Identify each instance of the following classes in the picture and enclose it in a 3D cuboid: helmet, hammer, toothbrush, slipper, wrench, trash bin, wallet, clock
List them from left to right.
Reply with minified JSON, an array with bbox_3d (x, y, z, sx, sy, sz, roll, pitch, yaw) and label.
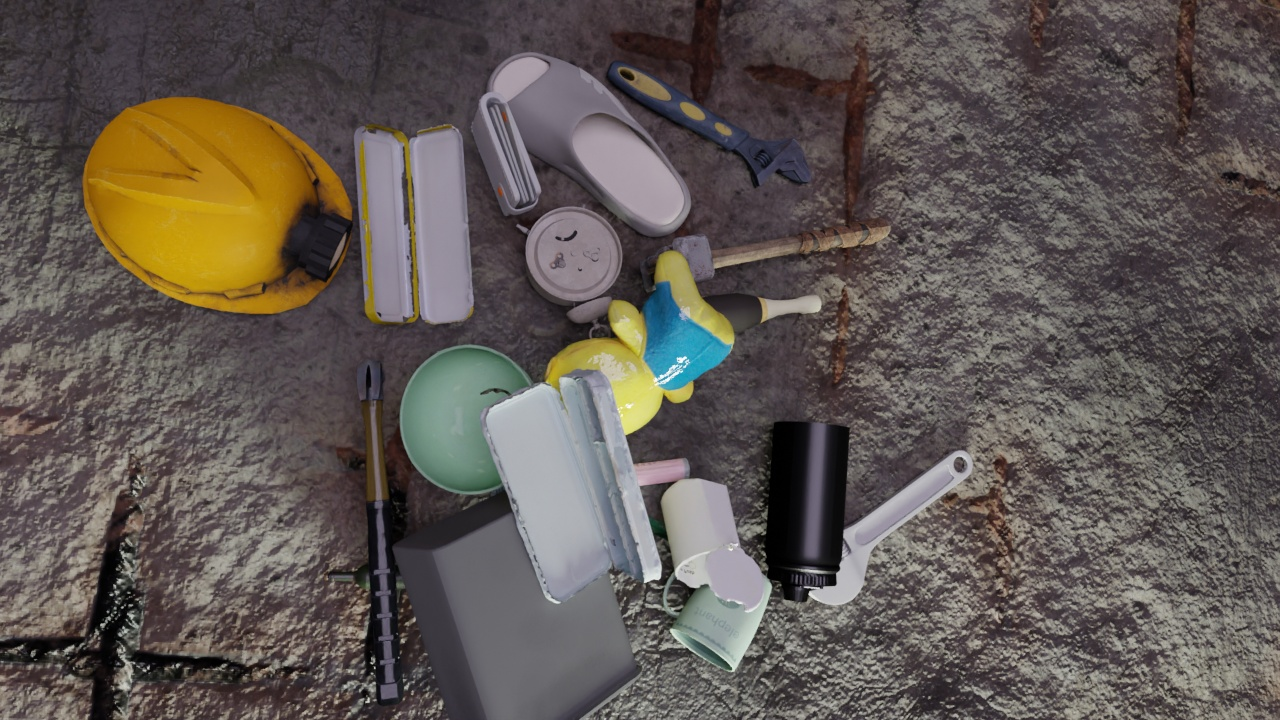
[{"bbox_3d":[-0.408,-0.158,0.870,0.255,0.131,0.205,24,81,-12],"label":"helmet"},{"bbox_3d":[-0.254,0.163,0.895,0.025,0.118,0.333,-4,86,-14],"label":"hammer"},{"bbox_3d":[-0.139,-0.215,0.956,0.037,0.115,0.118,-22,93,-16],"label":"wallet"},{"bbox_3d":[-0.117,0.250,0.906,0.191,0.098,0.220,-23,99,-42],"label":"trash bin"},{"bbox_3d":[-0.069,-0.089,1.000,0.103,0.061,0.157,-20,85,-16],"label":"clock"},{"bbox_3d":[-0.054,0.132,1.008,0.222,0.027,0.026,-5,105,-16],"label":"toothbrush"},{"bbox_3d":[-0.046,-0.242,1.003,0.266,0.081,0.112,42,80,-10],"label":"slipper"},{"bbox_3d":[-0.017,0.167,1.006,0.189,0.017,0.016,30,96,-22],"label":"toothbrush"},{"bbox_3d":[0.084,-0.274,1.072,0.273,0.022,0.073,27,80,-13],"label":"wrench"},{"bbox_3d":[0.152,-0.128,1.053,0.318,0.122,0.049,-13,90,-24],"label":"hammer"},{"bbox_3d":[0.306,0.199,1.113,0.272,0.018,0.086,-30,95,-16],"label":"wrench"}]

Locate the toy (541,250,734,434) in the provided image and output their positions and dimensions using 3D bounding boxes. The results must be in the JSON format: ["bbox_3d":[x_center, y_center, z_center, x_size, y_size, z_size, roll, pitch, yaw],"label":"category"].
[{"bbox_3d":[-0.006,0.006,0.944,0.214,0.084,0.149,-36,127,9],"label":"toy"}]

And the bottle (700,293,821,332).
[{"bbox_3d":[0.123,-0.057,1.059,0.184,0.045,0.045,-7,89,-16],"label":"bottle"}]

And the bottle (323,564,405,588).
[{"bbox_3d":[-0.270,0.222,0.943,0.106,0.025,0.025,4,86,-16],"label":"bottle"}]

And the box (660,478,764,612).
[{"bbox_3d":[0.072,0.202,0.971,0.083,0.093,0.165,21,42,-33],"label":"box"}]

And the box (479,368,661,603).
[{"bbox_3d":[-0.075,0.125,0.857,0.127,0.106,0.215,-18,96,-19],"label":"box"}]

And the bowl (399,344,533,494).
[{"bbox_3d":[-0.163,0.059,0.944,0.151,0.077,0.151,0,89,14],"label":"bowl"}]

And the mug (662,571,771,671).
[{"bbox_3d":[0.081,0.269,1.018,0.111,0.084,0.103,28,68,16],"label":"mug"}]

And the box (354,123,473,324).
[{"bbox_3d":[-0.237,-0.142,0.959,0.117,0.057,0.210,-3,87,-18],"label":"box"}]

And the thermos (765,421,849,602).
[{"bbox_3d":[0.187,0.172,1.039,0.086,0.086,0.198,7,82,-16],"label":"thermos"}]
